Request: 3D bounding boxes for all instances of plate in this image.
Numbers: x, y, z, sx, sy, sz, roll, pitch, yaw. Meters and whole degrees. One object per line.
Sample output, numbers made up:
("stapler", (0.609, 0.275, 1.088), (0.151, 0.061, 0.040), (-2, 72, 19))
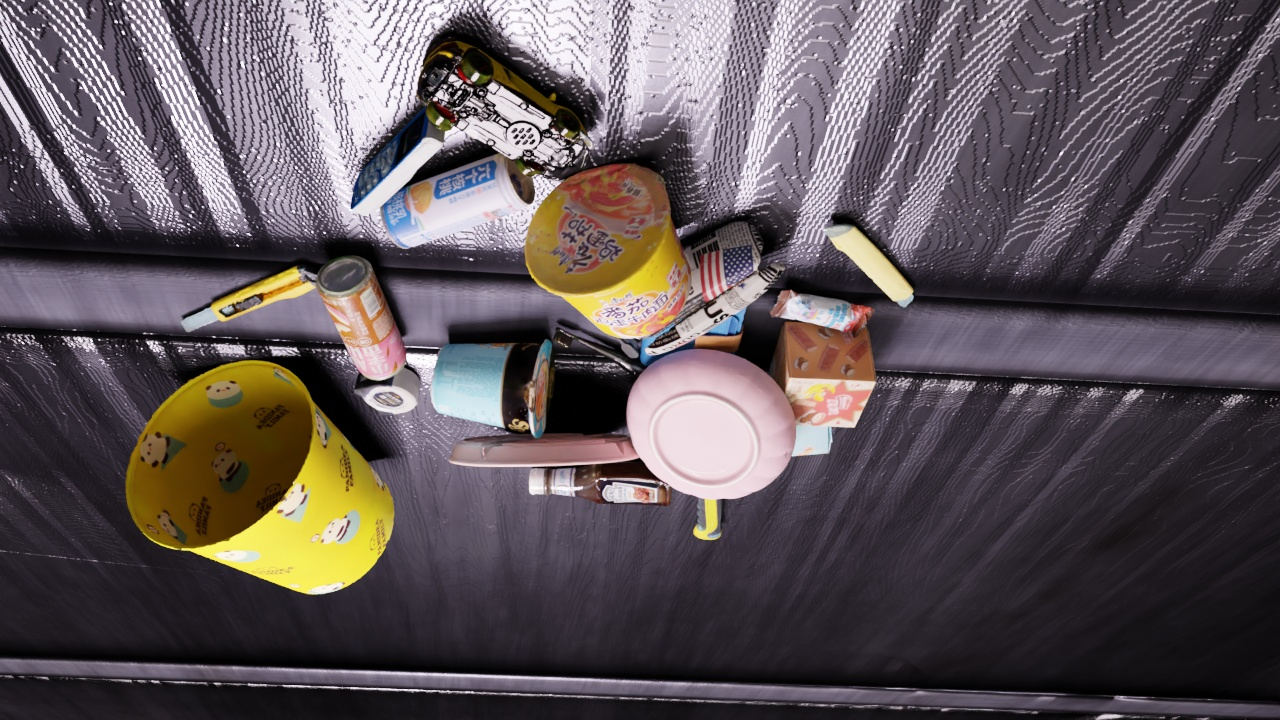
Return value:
("plate", (0.072, 0.080, 1.008), (0.192, 0.038, 0.193), (8, 121, 14))
("plate", (-0.113, 0.104, 1.097), (0.229, 0.028, 0.229), (-2, 179, 0))

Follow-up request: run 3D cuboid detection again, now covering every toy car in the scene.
("toy car", (-0.110, -0.202, 0.755), (0.155, 0.041, 0.071), (27, 137, -29))

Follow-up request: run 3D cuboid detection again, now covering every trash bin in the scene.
("trash bin", (-0.441, 0.162, 1.125), (0.230, 0.229, 0.255), (-7, 148, 11))

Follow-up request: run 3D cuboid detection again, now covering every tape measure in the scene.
("tape measure", (-0.297, 0.034, 1.093), (0.066, 0.033, 0.066), (-9, 144, 18))

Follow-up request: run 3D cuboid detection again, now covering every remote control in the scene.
("remote control", (-0.209, -0.172, 0.794), (0.024, 0.049, 0.125), (28, 137, -35))

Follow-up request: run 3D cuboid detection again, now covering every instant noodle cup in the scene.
("instant noodle cup", (-0.166, 0.025, 1.025), (0.120, 0.111, 0.111), (7, 144, 6))
("instant noodle cup", (-0.020, -0.091, 0.837), (0.138, 0.137, 0.110), (-13, 149, 18))

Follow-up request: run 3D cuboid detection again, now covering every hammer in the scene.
("hammer", (0.098, 0.166, 1.262), (0.126, 0.031, 0.324), (-1, 144, 4))

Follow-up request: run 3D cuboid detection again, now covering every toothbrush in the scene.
("toothbrush", (-0.052, -0.058, 0.976), (0.016, 0.018, 0.181), (-15, 139, 29))
("toothbrush", (-0.006, 0.006, 1.050), (0.212, 0.027, 0.026), (23, 171, -27))

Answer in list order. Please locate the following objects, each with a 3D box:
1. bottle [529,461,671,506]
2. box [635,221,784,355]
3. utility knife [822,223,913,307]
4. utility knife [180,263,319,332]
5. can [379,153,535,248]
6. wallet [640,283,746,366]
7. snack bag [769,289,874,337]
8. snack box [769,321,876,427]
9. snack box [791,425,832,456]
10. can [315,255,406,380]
("bottle", (-0.054, 0.168, 1.261), (0.195, 0.044, 0.080), (1, 143, 1))
("box", (0.055, -0.073, 0.896), (0.163, 0.076, 0.088), (-31, 90, 24))
("utility knife", (0.234, -0.092, 0.917), (0.031, 0.018, 0.167), (-21, 137, 34))
("utility knife", (-0.419, -0.062, 0.979), (0.209, 0.015, 0.033), (-17, 137, 24))
("can", (-0.164, -0.144, 0.826), (0.135, 0.053, 0.053), (-14, 141, 20))
("wallet", (0.056, -0.034, 0.987), (0.106, 0.040, 0.133), (7, 144, 0))
("snack bag", (0.190, -0.052, 0.966), (0.105, 0.026, 0.045), (11, 146, -10))
("snack box", (0.199, 0.017, 1.017), (0.094, 0.076, 0.093), (3, 144, -2))
("snack box", (0.133, 0.081, 1.087), (0.175, 0.074, 0.052), (-5, 108, 1))
("can", (-0.291, -0.043, 0.966), (0.058, 0.057, 0.147), (-1, 144, 3))
